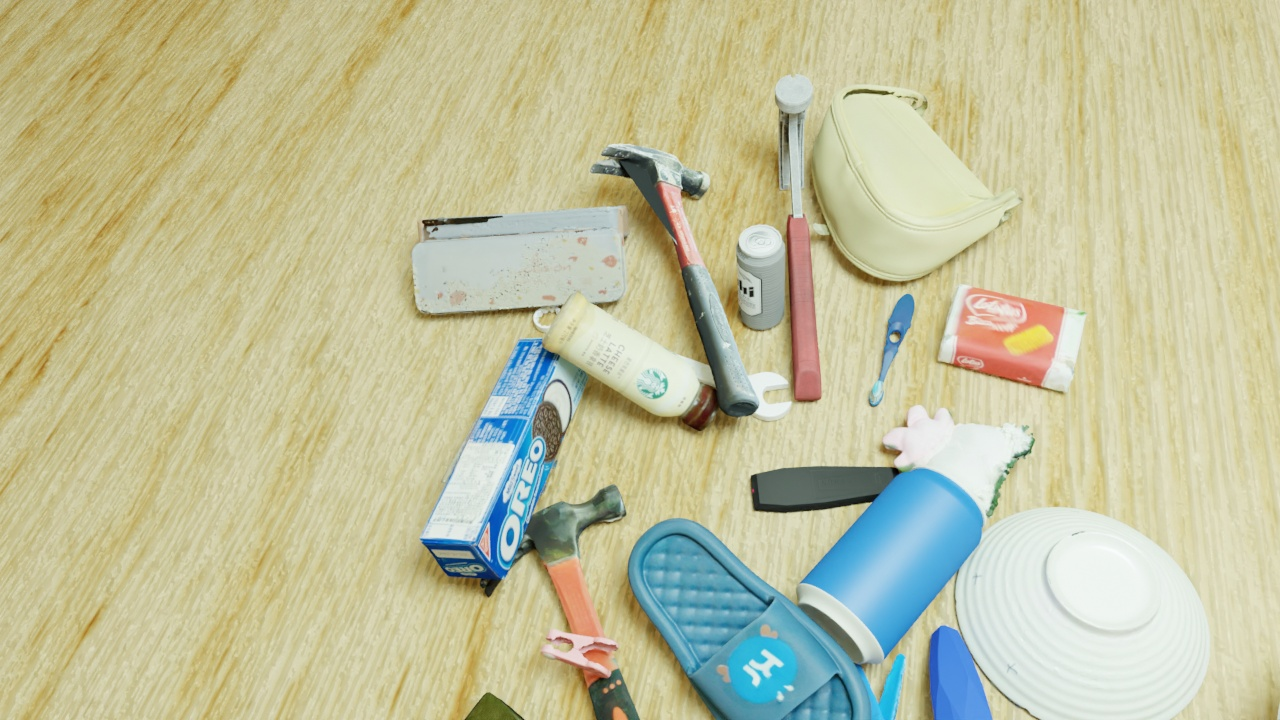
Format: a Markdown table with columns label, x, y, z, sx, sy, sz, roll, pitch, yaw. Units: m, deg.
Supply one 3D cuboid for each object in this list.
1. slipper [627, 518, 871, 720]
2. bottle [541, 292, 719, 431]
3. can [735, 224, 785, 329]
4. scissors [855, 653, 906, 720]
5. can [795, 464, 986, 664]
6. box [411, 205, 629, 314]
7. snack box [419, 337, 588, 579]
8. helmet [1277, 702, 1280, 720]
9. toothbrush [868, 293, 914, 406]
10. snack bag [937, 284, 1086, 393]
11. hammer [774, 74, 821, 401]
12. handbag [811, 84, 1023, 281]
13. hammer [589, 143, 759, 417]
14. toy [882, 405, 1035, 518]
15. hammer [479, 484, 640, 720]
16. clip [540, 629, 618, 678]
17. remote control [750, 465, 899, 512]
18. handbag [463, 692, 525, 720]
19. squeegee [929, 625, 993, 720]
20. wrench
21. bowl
| label | x | y | z | sx | sy | sz | roll | pitch | yaw |
| --- | --- | --- | --- | --- | --- | --- | --- | --- | --- |
| slipper | 0.068 | 0.206 | 0.665 | 0.214 | 0.059 | 0.104 | 44 | 96 | 22 |
| bottle | -0.005 | 0.005 | 0.804 | 0.162 | 0.057 | 0.056 | 32 | 60 | -8 |
| can | 0.111 | -0.075 | 0.849 | 0.044 | 0.107 | 0.043 | -4 | 54 | 5 |
| scissors | 0.170 | 0.256 | 0.630 | 0.105 | 0.019 | 0.131 | -15 | 41 | 49 |
| can | 0.189 | 0.153 | 0.691 | 0.079 | 0.079 | 0.145 | 37 | 67 | 29 |
| box | -0.119 | -0.108 | 0.945 | 0.216 | 0.096 | 0.104 | -3 | 15 | 7 |
| snack box | -0.110 | 0.076 | 0.784 | 0.060 | 0.059 | 0.225 | 0 | 45 | 23 |
| helmet | 0.480 | 0.276 | 0.467 | 0.232 | 0.235 | 0.314 | -26 | 70 | 28 |
| toothbrush | 0.231 | -0.014 | 0.843 | 0.021 | 0.016 | 0.132 | 17 | 59 | 17 |
| snack bag | 0.331 | -0.021 | 0.821 | 0.116 | 0.036 | 0.076 | 16 | 59 | 19 |
| hammer | 0.153 | -0.109 | 0.883 | 0.036 | 0.126 | 0.315 | -2 | 66 | 7 |
| handbag | 0.259 | -0.186 | 0.927 | 0.190 | 0.089 | 0.232 | -9 | 52 | -21 |
| hammer | 0.043 | -0.086 | 0.867 | 0.140 | 0.036 | 0.325 | 13 | 45 | -33 |
| toy | 0.258 | 0.078 | 0.760 | 0.109 | 0.041 | 0.095 | 29 | 62 | 32 |
| hammer | -0.023 | 0.253 | 0.684 | 0.133 | 0.033 | 0.332 | -20 | 55 | -8 |
| clip | -0.047 | 0.221 | 0.680 | 0.058 | 0.022 | 0.037 | 9 | 60 | 19 |
| remote control | 0.156 | 0.106 | 0.772 | 0.125 | 0.010 | 0.039 | -5 | 54 | 4 |
| handbag | -0.139 | 0.332 | 0.653 | 0.084 | 0.027 | 0.177 | 30 | 70 | 26 |
| squeegee | 0.224 | 0.265 | 0.620 | 0.250 | 0.055 | 0.184 | -14 | 40 | 16 |
| wrench | 0.015 | -0.003 | 0.873 | 0.274 | 0.009 | 0.047 | 20 | 60 | 21 |
| bowl | 0.325 | 0.171 | 0.663 | 0.177 | 0.071 | 0.177 | -4 | 54 | 6 |
